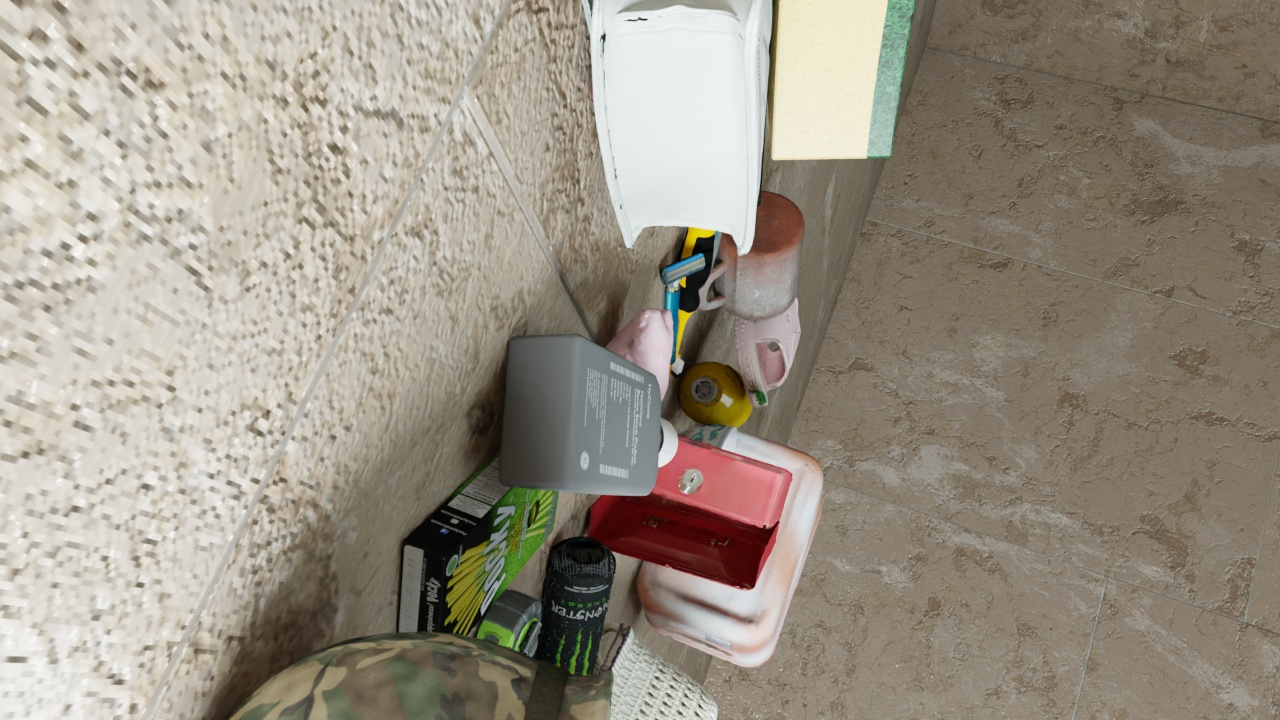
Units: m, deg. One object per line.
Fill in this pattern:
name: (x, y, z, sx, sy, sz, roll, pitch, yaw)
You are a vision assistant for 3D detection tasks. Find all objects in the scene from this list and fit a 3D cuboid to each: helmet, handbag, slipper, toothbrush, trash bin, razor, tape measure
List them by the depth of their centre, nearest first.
helmet: (-0.065, 0.222, 0.348, 0.192, 0.236, 0.224, -78, -179, -86)
handbag: (0.023, -0.165, 0.504, 0.199, 0.096, 0.141, 79, 16, -61)
tape measure: (-0.089, 0.192, 0.627, 0.059, 0.036, 0.065, 86, 27, -55)
razor: (0.029, -0.043, 0.821, 0.042, 0.022, 0.144, -24, 149, -19)
toothbrush: (0.043, -0.055, 0.840, 0.031, 0.031, 0.197, -30, 147, -32)
slipper: (0.145, -0.048, 1.018, 0.094, 0.064, 0.238, 68, 21, -46)
trash bin: (0.117, 0.227, 1.159, 0.157, 0.182, 0.259, 76, 36, -62)

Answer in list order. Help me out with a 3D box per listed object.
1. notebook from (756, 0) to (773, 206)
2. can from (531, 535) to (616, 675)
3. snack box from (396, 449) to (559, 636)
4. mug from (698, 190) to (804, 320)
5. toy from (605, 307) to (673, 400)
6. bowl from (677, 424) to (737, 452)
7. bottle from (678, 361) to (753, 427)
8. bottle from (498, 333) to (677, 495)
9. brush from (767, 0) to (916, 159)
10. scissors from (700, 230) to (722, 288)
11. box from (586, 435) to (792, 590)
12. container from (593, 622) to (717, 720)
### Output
notebook: (0.078, -0.247, 0.639, 0.232, 0.019, 0.168, 82, 9, -60)
can: (-0.055, 0.207, 0.736, 0.053, 0.054, 0.138, -45, 150, -60)
snack box: (-0.089, 0.102, 0.538, 0.147, 0.025, 0.080, -47, 151, -59)
mug: (0.106, -0.098, 0.930, 0.122, 0.096, 0.110, -34, 145, -18)
toy: (-0.004, 0.004, 0.677, 0.096, 0.053, 0.099, -67, 162, 8)
bowl: (0.042, 0.127, 0.961, 0.144, 0.074, 0.144, 19, 89, -76)
bottle: (0.083, 0.038, 1.018, 0.163, 0.071, 0.071, 27, 81, -76)
bottle: (-0.022, 0.042, 0.571, 0.173, 0.046, 0.083, 26, 65, -65)
brush: (0.119, -0.269, 0.548, 0.251, 0.075, 0.194, 83, 9, -56)
scissors: (0.068, -0.132, 0.856, 0.130, 0.019, 0.150, 89, 24, -54)
box: (0.050, 0.113, 0.817, 0.135, 0.157, 0.117, -22, 124, -73)
container: (-0.032, 0.390, 0.868, 0.250, 0.143, 0.185, -56, 173, -46)
